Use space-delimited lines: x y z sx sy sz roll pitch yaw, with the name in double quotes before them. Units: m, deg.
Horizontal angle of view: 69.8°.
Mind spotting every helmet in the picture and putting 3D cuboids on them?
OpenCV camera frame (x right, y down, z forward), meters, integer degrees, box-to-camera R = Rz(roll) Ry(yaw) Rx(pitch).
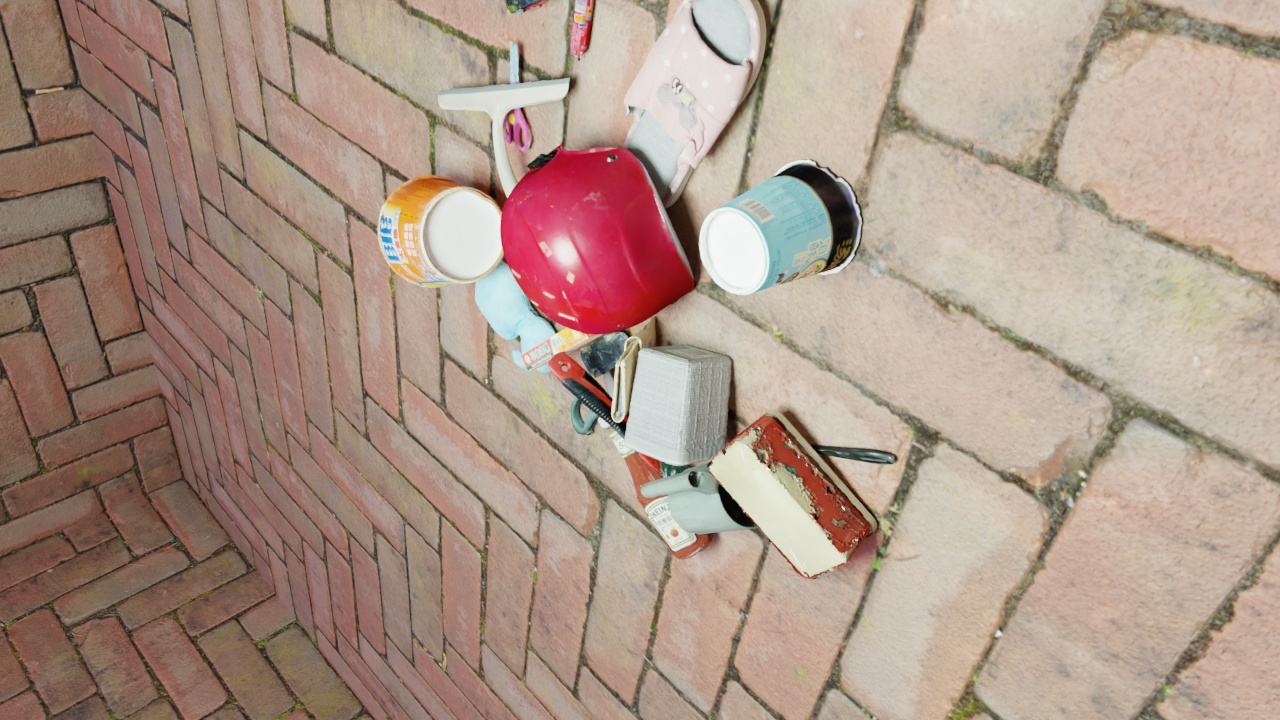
"helmet" -0.075 -0.117 1.002 0.240 0.143 0.207 13 137 47

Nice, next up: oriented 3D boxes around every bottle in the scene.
"bottle" 0.015 0.149 1.140 0.206 0.059 0.060 57 143 -3

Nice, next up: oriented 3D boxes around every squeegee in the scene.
"squeegee" -0.152 -0.213 1.132 0.247 0.039 0.247 12 126 42

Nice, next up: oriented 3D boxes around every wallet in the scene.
"wallet" -0.006 0.006 1.055 0.024 0.114 0.087 16 122 14

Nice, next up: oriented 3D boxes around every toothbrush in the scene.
"toothbrush" 0.187 0.095 0.960 0.181 0.018 0.016 2 110 47

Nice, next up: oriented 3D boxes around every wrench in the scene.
"wrench" -0.010 0.093 1.107 0.273 0.056 0.016 48 150 -3

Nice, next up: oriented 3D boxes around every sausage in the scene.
"sausage" -0.057 -0.386 0.949 0.020 0.020 0.156 37 135 30

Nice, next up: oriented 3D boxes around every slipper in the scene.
"slipper" 0.035 -0.246 0.898 0.114 0.054 0.275 52 143 13

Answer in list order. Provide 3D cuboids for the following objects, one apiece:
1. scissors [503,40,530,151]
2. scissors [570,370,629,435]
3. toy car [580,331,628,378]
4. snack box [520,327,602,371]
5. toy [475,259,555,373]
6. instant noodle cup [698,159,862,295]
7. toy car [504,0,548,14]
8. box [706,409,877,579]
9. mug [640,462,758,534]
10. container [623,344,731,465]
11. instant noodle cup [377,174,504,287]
"scissors" -0.154 -0.319 1.102 0.063 0.017 0.135 36 139 35
"scissors" -0.032 0.096 1.214 0.170 0.019 0.173 -15 101 53
"toy car" -0.040 -0.009 1.147 0.091 0.034 0.043 -27 88 51
"snack box" -0.081 -0.029 1.146 0.156 0.076 0.027 -26 91 53
"toy" -0.176 -0.063 1.260 0.156 0.049 0.162 29 134 22
"instant noodle cup" 0.119 -0.112 0.826 0.111 0.120 0.111 28 131 37
"toy car" -0.111 -0.405 0.980 0.121 0.045 0.053 13 120 54
"box" 0.153 0.145 0.958 0.168 0.079 0.092 48 143 4
"mug" 0.075 0.150 1.044 0.104 0.123 0.083 -24 55 55
"container" 0.044 0.046 1.021 0.090 0.090 0.114 16 106 42
"instant noodle cup" -0.249 -0.164 1.188 0.111 0.151 0.151 16 124 54
